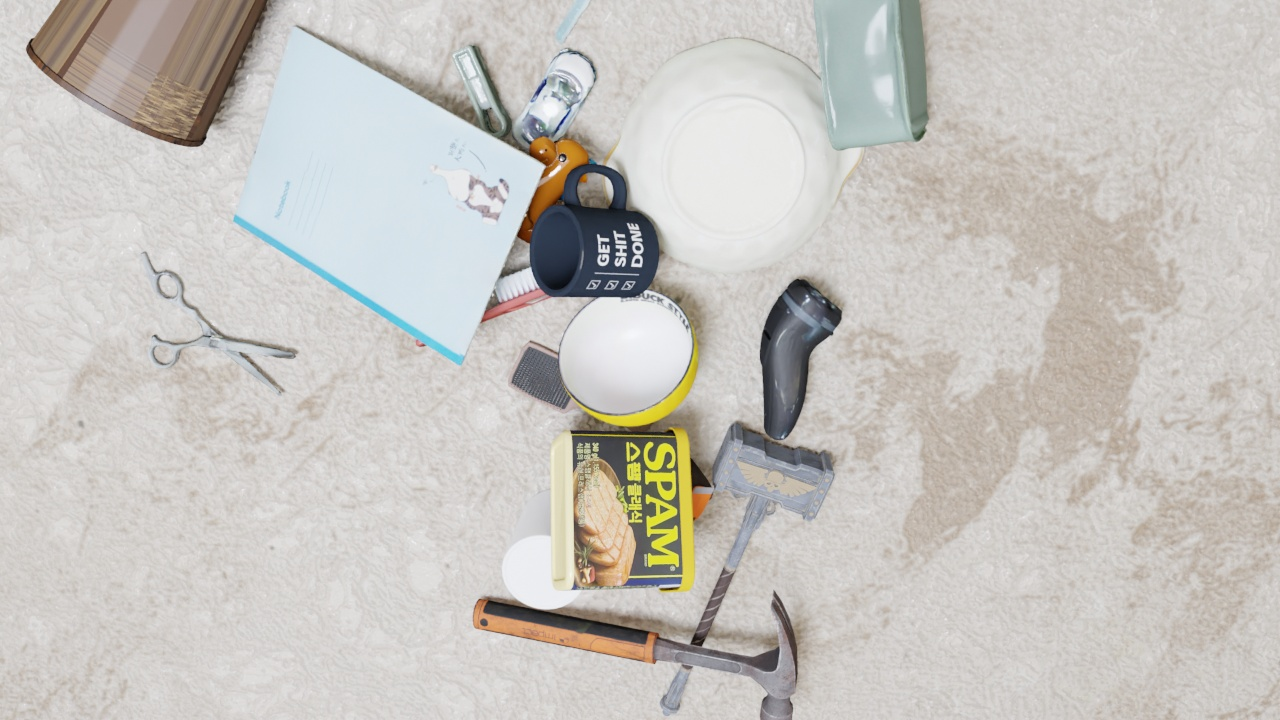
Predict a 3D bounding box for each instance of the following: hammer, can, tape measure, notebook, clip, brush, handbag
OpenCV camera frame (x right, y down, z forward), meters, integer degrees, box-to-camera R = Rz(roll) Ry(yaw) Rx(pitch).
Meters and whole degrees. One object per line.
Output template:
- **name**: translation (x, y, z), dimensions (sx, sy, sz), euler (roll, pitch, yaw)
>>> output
- **hammer**: translation (-0.008, 0.258, 0.868), dimensions (0.315, 0.034, 0.138), euler (8, 113, 11)
- **hammer**: translation (0.076, 0.218, 0.873), dimensions (0.098, 0.044, 0.323), euler (19, 111, -2)
- **can**: translation (-0.018, 0.125, 0.766), dimensions (0.104, 0.075, 0.135), euler (2, 75, -17)
- **tape measure**: translation (0.038, 0.121, 0.830), dimensions (0.038, 0.058, 0.059), euler (7, 117, -31)
- **notebook**: translation (-0.214, -0.133, 0.747), dimensions (0.253, 0.009, 0.181), euler (31, 111, 13)
- **clip**: translation (-0.128, -0.217, 0.744), dimensions (0.023, 0.042, 0.076), euler (-19, 106, 12)
- **brush**: translation (-0.123, -0.053, 0.798), dimensions (0.172, 0.041, 0.030), euler (-21, 89, 13)
- **brush**: translation (-0.053, 0.033, 0.830), dimensions (0.135, 0.015, 0.050), euler (27, 109, -5)
- **handbag**: translation (0.174, -0.220, 0.682), dimensions (0.067, 0.105, 0.122), euler (-2, 109, 30)

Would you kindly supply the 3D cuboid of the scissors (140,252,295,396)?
- **scissors**: translation (-0.391, -0.031, 0.834), dimensions (0.142, 0.014, 0.158), euler (-10, 107, 10)

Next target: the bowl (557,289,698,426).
- **bowl**: translation (-0.005, 0.005, 0.779), dimensions (0.117, 0.067, 0.117), euler (-7, 64, 14)

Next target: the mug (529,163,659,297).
- **mug**: translation (-0.036, -0.102, 0.729), dimensions (0.077, 0.071, 0.105), euler (-3, 98, -40)

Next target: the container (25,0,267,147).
- **container**: translation (-0.355, -0.270, 0.695), dimensions (0.132, 0.132, 0.167), euler (35, 102, -8)

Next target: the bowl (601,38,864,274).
- **bowl**: translation (0.073, -0.157, 0.734), dimensions (0.219, 0.060, 0.188), euler (-14, 107, 9)

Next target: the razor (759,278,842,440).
- **razor**: translation (0.134, 0.001, 0.788), dimensions (0.063, 0.053, 0.141), euler (4, 112, -5)

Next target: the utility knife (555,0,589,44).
- **utility knife**: translation (-0.020, -0.319, 0.710), dimensions (0.022, 0.015, 0.166), euler (23, 114, -37)

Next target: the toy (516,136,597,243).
- **toy**: translation (-0.068, -0.133, 0.753), dimensions (0.090, 0.070, 0.103), euler (-40, 133, 16)

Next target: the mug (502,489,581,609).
- **mug**: translation (-0.064, 0.164, 0.835), dimensions (0.110, 0.090, 0.074), euler (-21, 106, 11)

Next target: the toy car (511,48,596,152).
- **toy car**: translation (-0.070, -0.208, 0.743), dimensions (0.038, 0.027, 0.090), euler (33, 108, -5)
